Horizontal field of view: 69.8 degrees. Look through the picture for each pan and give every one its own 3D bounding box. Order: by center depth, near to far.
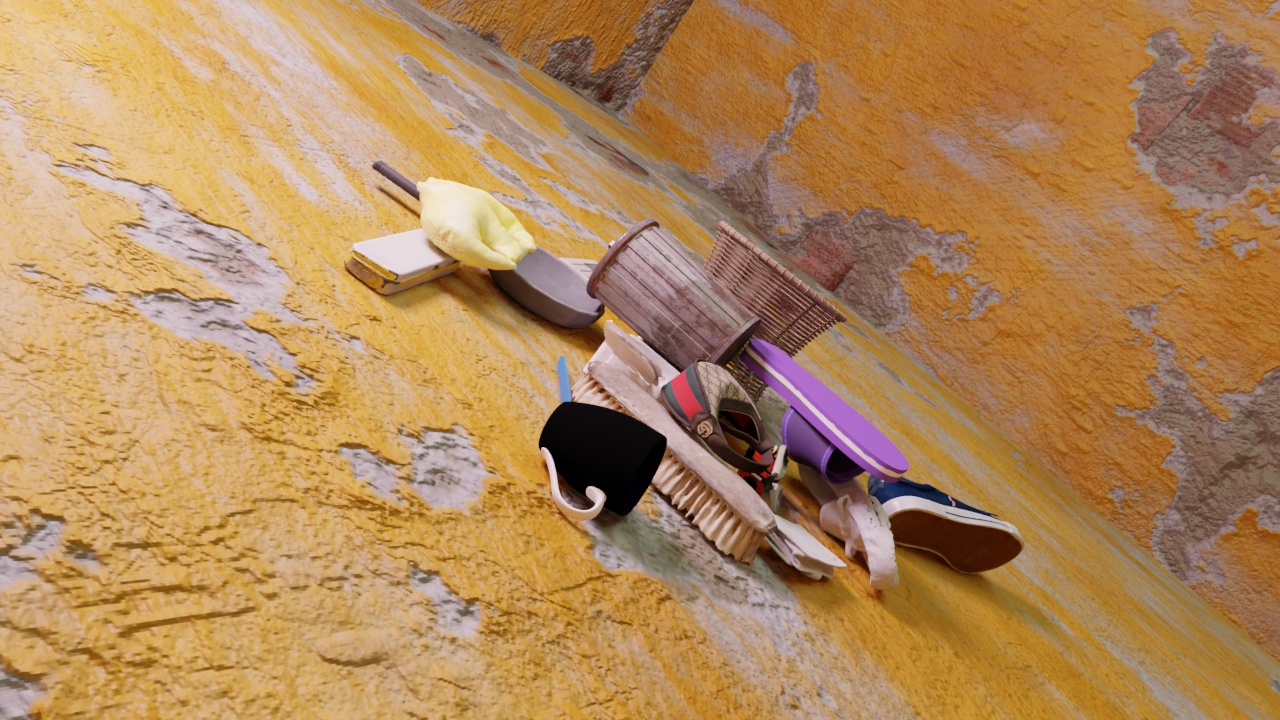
[{"bbox_3d":[-0.204,-0.151,1.211,0.357,0.041,0.178,35,17,-2],"label":"pan"}]

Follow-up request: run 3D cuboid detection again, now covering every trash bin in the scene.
[{"bbox_3d":[0.037,-0.078,1.187,0.211,0.131,0.130,43,18,10],"label":"trash bin"}]

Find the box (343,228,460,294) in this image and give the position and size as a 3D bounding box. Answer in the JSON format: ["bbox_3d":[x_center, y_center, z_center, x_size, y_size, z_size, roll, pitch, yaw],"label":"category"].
[{"bbox_3d":[-0.259,-0.114,1.032,0.064,0.033,0.209,35,16,1],"label":"box"}]

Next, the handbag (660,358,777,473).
[{"bbox_3d":[0.097,0.069,1.034,0.138,0.063,0.166,59,19,23],"label":"handbag"}]

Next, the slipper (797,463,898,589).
[{"bbox_3d":[0.260,0.191,1.153,0.112,0.074,0.246,62,4,-32],"label":"slipper"}]

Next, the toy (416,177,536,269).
[{"bbox_3d":[-0.201,-0.166,1.105,0.155,0.065,0.170,36,23,-4],"label":"toy"}]

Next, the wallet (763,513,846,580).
[{"bbox_3d":[0.171,0.205,1.008,0.116,0.032,0.086,30,13,-49],"label":"wallet"}]

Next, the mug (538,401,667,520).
[{"bbox_3d":[-0.047,0.092,0.834,0.100,0.085,0.118,28,45,15],"label":"mug"}]

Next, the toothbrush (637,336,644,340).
[{"bbox_3d":[0.007,-0.035,1.356,0.022,0.016,0.154,70,19,-3],"label":"toothbrush"}]

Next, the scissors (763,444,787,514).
[{"bbox_3d":[0.144,0.142,0.994,0.012,0.132,0.169,8,27,14],"label":"scissors"}]

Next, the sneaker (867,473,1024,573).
[{"bbox_3d":[0.440,0.227,1.350,0.294,0.121,0.127,24,34,-27],"label":"sneaker"}]

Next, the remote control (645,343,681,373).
[{"bbox_3d":[0.046,0.022,1.274,0.041,0.020,0.152,22,21,-36],"label":"remote control"}]

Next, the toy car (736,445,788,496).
[{"bbox_3d":[0.143,0.133,1.116,0.051,0.049,0.100,38,18,7],"label":"toy car"}]

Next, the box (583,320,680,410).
[{"bbox_3d":[-0.011,0.015,1.088,0.110,0.083,0.190,39,1,13],"label":"box"}]

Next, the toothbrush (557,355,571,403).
[{"bbox_3d":[-0.086,0.031,1.003,0.014,0.016,0.166,27,19,-19],"label":"toothbrush"}]

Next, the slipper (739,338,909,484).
[{"bbox_3d":[0.212,0.083,1.151,0.107,0.084,0.266,10,29,-50],"label":"slipper"}]

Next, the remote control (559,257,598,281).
[{"bbox_3d":[-0.082,-0.132,1.421,0.060,0.025,0.138,41,18,16],"label":"remote control"}]

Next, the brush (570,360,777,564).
[{"bbox_3d":[0.034,0.101,0.976,0.271,0.057,0.083,42,16,18],"label":"brush"}]

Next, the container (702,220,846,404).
[{"bbox_3d":[0.146,-0.056,1.326,0.227,0.196,0.226,37,10,-8],"label":"container"}]
